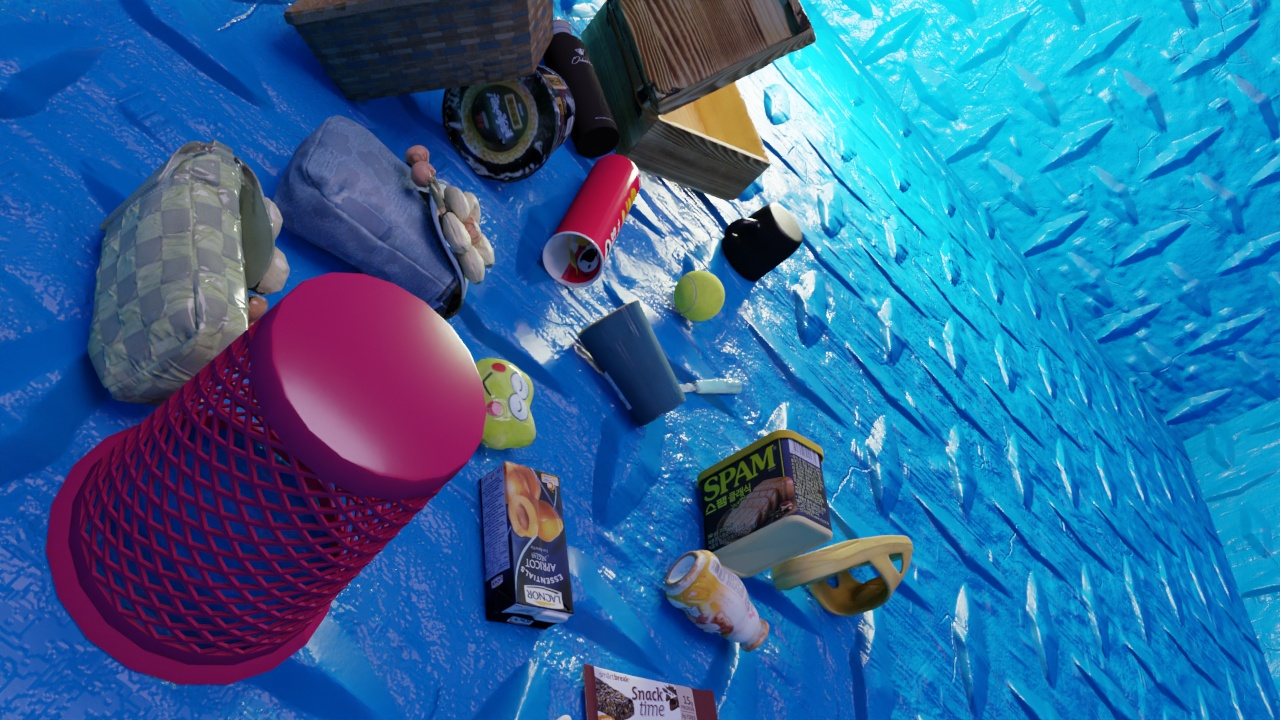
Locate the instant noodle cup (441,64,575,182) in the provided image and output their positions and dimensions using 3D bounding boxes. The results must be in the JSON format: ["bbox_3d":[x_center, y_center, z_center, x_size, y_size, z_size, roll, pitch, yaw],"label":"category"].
[{"bbox_3d":[-0.140,-0.280,1.046,0.137,0.137,0.112,50,25,-5],"label":"instant noodle cup"}]

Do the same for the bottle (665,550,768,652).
[{"bbox_3d":[0.076,0.234,0.883,0.108,0.063,0.063,44,34,-13],"label":"bottle"}]

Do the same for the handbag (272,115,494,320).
[{"bbox_3d":[-0.214,-0.132,0.814,0.192,0.119,0.121,40,35,-29],"label":"handbag"}]

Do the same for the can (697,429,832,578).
[{"bbox_3d":[0.129,0.153,0.962,0.075,0.136,0.104,29,42,-32],"label":"can"}]

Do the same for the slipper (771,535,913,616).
[{"bbox_3d":[0.242,0.247,1.042,0.263,0.100,0.078,9,59,-51],"label":"slipper"}]

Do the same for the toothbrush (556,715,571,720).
[{"bbox_3d":[-0.093,0.309,0.646,0.015,0.018,0.180,53,32,-1],"label":"toothbrush"}]

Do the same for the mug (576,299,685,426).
[{"bbox_3d":[-0.006,0.006,0.991,0.121,0.078,0.078,60,33,1],"label":"mug"}]

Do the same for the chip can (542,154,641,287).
[{"bbox_3d":[-0.053,-0.172,1.098,0.069,0.069,0.220,42,34,-17],"label":"chip can"}]

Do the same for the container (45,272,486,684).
[{"bbox_3d":[-0.208,0.062,0.538,0.183,0.226,0.182,32,38,-30],"label":"container"}]

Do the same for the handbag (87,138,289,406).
[{"bbox_3d":[-0.309,-0.054,0.644,0.117,0.113,0.186,30,41,-53],"label":"handbag"}]

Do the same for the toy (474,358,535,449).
[{"bbox_3d":[-0.145,0.033,0.815,0.115,0.046,0.092,19,48,-30],"label":"toy"}]

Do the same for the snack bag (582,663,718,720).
[{"bbox_3d":[0.013,0.300,0.790,0.157,0.013,0.057,26,40,-35],"label":"snack bag"}]

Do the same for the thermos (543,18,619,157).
[{"bbox_3d":[-0.091,-0.385,1.257,0.061,0.061,0.231,10,52,-47],"label":"thermos"}]

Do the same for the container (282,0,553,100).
[{"bbox_3d":[-0.213,-0.376,0.897,0.157,0.250,0.186,-78,160,-49],"label":"container"}]

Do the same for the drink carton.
[{"bbox_3d":[-0.097,0.154,0.764,0.064,0.040,0.129,23,44,-38],"label":"drink carton"}]

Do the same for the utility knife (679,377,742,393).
[{"bbox_3d":[0.075,0.031,1.116,0.179,0.016,0.022,1,58,-53],"label":"utility knife"}]

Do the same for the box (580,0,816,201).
[{"bbox_3d":[0.090,-0.456,1.311,0.281,0.316,0.278,9,54,-37],"label":"box"}]

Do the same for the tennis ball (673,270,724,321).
[{"bbox_3d":[0.075,-0.083,1.177,0.065,0.065,0.065,32,38,-30],"label":"tennis ball"}]

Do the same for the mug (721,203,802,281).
[{"bbox_3d":[0.172,-0.183,1.364,0.121,0.095,0.085,15,48,-44],"label":"mug"}]
